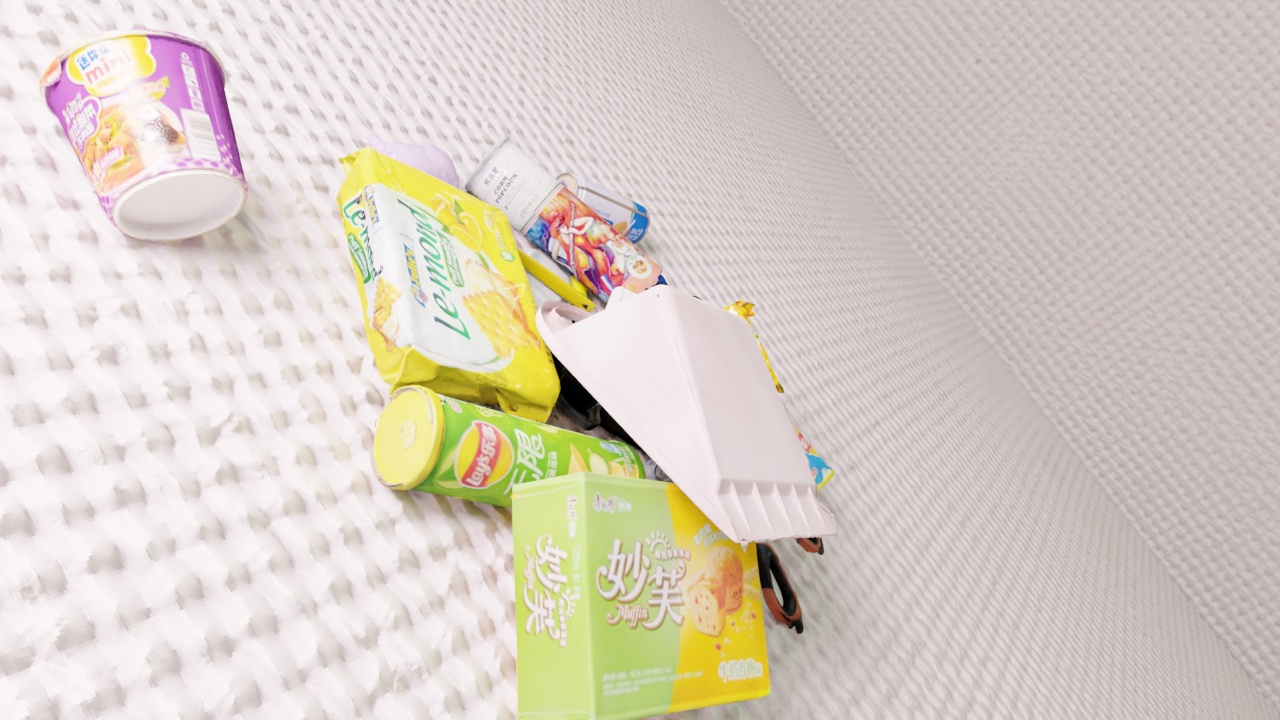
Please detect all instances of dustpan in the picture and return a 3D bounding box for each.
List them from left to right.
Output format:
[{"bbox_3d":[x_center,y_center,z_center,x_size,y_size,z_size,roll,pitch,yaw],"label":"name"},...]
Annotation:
[{"bbox_3d":[0.027,0.049,0.759,0.222,0.139,0.273,19,49,-58],"label":"dustpan"}]

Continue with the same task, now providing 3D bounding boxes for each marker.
[{"bbox_3d":[-0.066,-0.055,0.964,0.018,0.015,0.124,28,36,-29],"label":"marker"}]

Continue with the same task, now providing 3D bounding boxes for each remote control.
[{"bbox_3d":[-0.106,-0.065,0.905,0.056,0.020,0.135,43,27,-15],"label":"remote control"}]

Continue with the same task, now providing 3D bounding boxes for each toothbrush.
[{"bbox_3d":[-0.120,-0.105,0.895,0.190,0.016,0.016,36,23,-23],"label":"toothbrush"}]

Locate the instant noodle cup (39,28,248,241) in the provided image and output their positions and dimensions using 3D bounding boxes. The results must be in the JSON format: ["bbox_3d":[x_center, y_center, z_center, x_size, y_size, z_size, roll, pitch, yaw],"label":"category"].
[{"bbox_3d":[-0.313,-0.139,0.596,0.111,0.112,0.099,-5,68,-59],"label":"instant noodle cup"}]

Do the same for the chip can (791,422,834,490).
[{"bbox_3d":[0.125,0.065,1.036,0.210,0.071,0.071,51,26,3],"label":"chip can"}]

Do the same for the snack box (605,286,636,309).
[{"bbox_3d":[0.029,-0.005,0.929,0.156,0.027,0.084,24,77,-11],"label":"snack box"}]

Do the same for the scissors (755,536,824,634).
[{"bbox_3d":[0.121,0.166,0.888,0.188,0.015,0.226,-23,96,-53],"label":"scissors"}]

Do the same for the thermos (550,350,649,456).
[{"bbox_3d":[0.009,0.064,0.871,0.242,0.069,0.089,32,41,-29],"label":"thermos"}]

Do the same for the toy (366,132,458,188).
[{"bbox_3d":[-0.208,-0.177,0.874,0.084,0.039,0.107,68,23,-2],"label":"toy"}]

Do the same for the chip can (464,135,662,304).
[{"bbox_3d":[-0.078,-0.138,0.963,0.214,0.071,0.071,40,28,-8],"label":"chip can"}]

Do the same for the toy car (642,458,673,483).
[{"bbox_3d":[0.023,0.132,0.827,0.034,0.043,0.090,-22,70,-19],"label":"toy car"}]

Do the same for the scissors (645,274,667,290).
[{"bbox_3d":[0.012,-0.083,1.093,0.162,0.012,0.172,62,16,6],"label":"scissors"}]

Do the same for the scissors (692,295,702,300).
[{"bbox_3d":[0.102,-0.020,1.168,0.170,0.019,0.181,26,33,-47],"label":"scissors"}]

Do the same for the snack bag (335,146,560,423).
[{"bbox_3d":[-0.162,-0.056,0.753,0.158,0.068,0.246,20,39,-46],"label":"snack bag"}]

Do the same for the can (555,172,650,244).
[{"bbox_3d":[-0.050,-0.183,1.110,0.134,0.053,0.053,15,43,-49],"label":"can"}]

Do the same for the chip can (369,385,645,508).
[{"bbox_3d":[-0.088,0.077,0.687,0.221,0.073,0.072,20,39,-45],"label":"chip can"}]

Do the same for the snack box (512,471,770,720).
[{"bbox_3d":[0.006,0.169,0.659,0.209,0.070,0.157,16,65,-49],"label":"snack box"}]

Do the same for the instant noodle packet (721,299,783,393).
[{"bbox_3d":[0.080,0.004,0.983,0.044,0.128,0.110,132,-63,-80],"label":"instant noodle packet"}]
